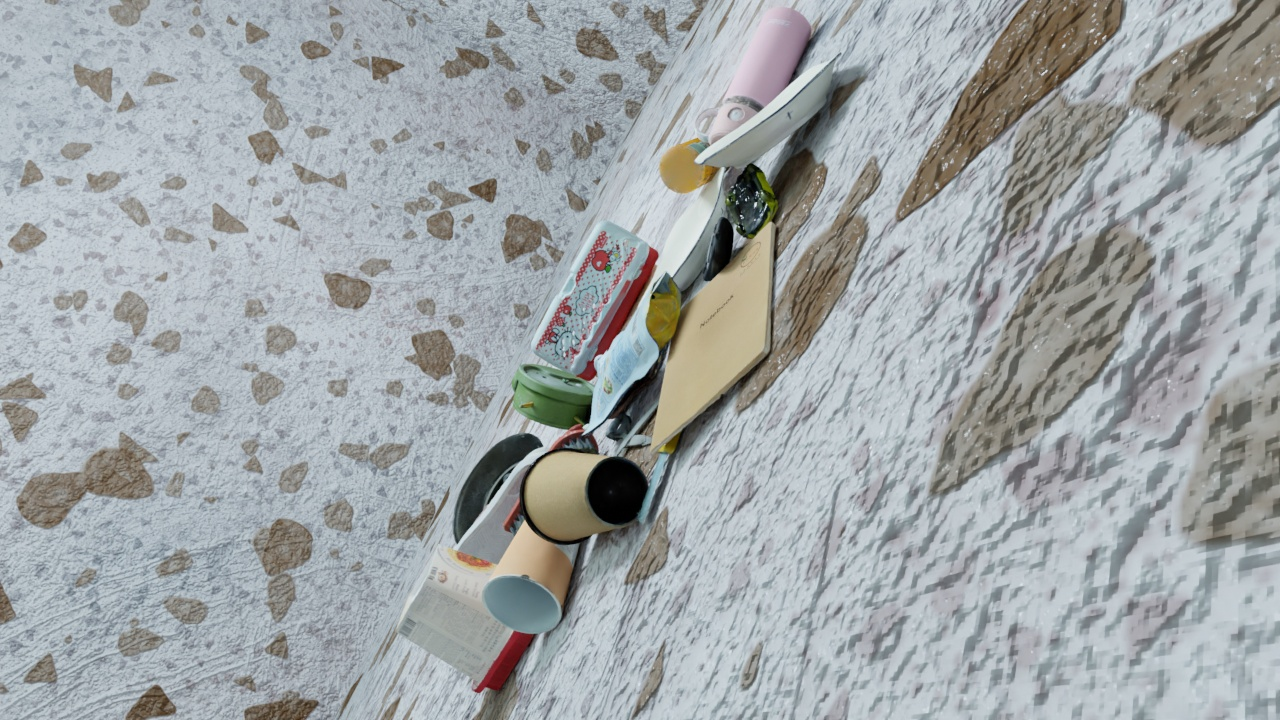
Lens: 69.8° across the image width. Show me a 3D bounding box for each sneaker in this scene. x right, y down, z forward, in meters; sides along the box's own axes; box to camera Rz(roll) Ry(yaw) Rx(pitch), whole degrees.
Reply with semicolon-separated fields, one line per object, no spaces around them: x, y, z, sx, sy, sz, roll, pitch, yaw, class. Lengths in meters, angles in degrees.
-0.171;0.210;1.157;0.242;0.089;0.090;-58;9;14;sneaker

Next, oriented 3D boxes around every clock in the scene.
-0.122;0.047;1.274;0.161;0.116;0.056;-119;48;-74;clock

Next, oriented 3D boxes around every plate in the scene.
-0.178;0.181;1.222;0.178;0.024;0.180;-39;-39;-42;plate
0.061;-0.138;1.099;0.164;0.034;0.163;-46;19;54;plate
0.132;-0.240;0.924;0.164;0.034;0.163;-37;11;5;plate

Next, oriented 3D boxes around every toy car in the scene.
0.114;-0.156;0.911;0.048;0.032;0.105;-55;24;29;toy car

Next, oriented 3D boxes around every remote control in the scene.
0.080;-0.110;0.927;0.136;0.024;0.053;89;-166;-86;remote control

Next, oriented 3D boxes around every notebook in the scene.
0.066;-0.025;0.810;0.148;0.008;0.207;-44;19;33;notebook

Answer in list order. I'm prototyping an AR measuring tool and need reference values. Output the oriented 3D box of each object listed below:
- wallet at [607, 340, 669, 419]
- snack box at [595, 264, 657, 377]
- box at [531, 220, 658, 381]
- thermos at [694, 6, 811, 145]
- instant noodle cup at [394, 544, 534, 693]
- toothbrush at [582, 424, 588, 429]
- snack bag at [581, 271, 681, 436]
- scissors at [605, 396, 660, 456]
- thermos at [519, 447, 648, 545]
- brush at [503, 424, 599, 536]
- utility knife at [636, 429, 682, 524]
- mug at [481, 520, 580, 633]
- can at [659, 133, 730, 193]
-0.006;0.006;1.066;0.125;0.032;0.101;-46;16;51;wallet
-0.015;-0.051;1.251;0.158;0.026;0.084;-54;13;37;snack box
-0.064;-0.081;1.214;0.201;0.100;0.095;-61;13;2;box
0.136;-0.339;1.125;0.198;0.087;0.067;-64;-22;-17;thermos
-0.180;0.264;0.965;0.117;0.124;0.116;-58;11;16;instant noodle cup
-0.103;0.121;1.252;0.020;0.029;0.190;-20;-12;-32;toothbrush
-0.015;-0.003;0.961;0.192;0.038;0.110;128;149;-50;snack bag
-0.013;0.083;0.956;0.181;0.014;0.159;-55;14;19;scissors
-0.051;0.122;0.840;0.143;0.093;0.093;-22;40;62;thermos
-0.097;0.141;1.053;0.146;0.063;0.069;-59;25;7;brush
0.032;0.048;0.811;0.033;0.015;0.222;-45;19;54;utility knife
-0.098;0.196;0.905;0.078;0.078;0.122;-54;8;36;mug
0.073;-0.250;1.153;0.058;0.058;0.145;-56;-6;28;can
